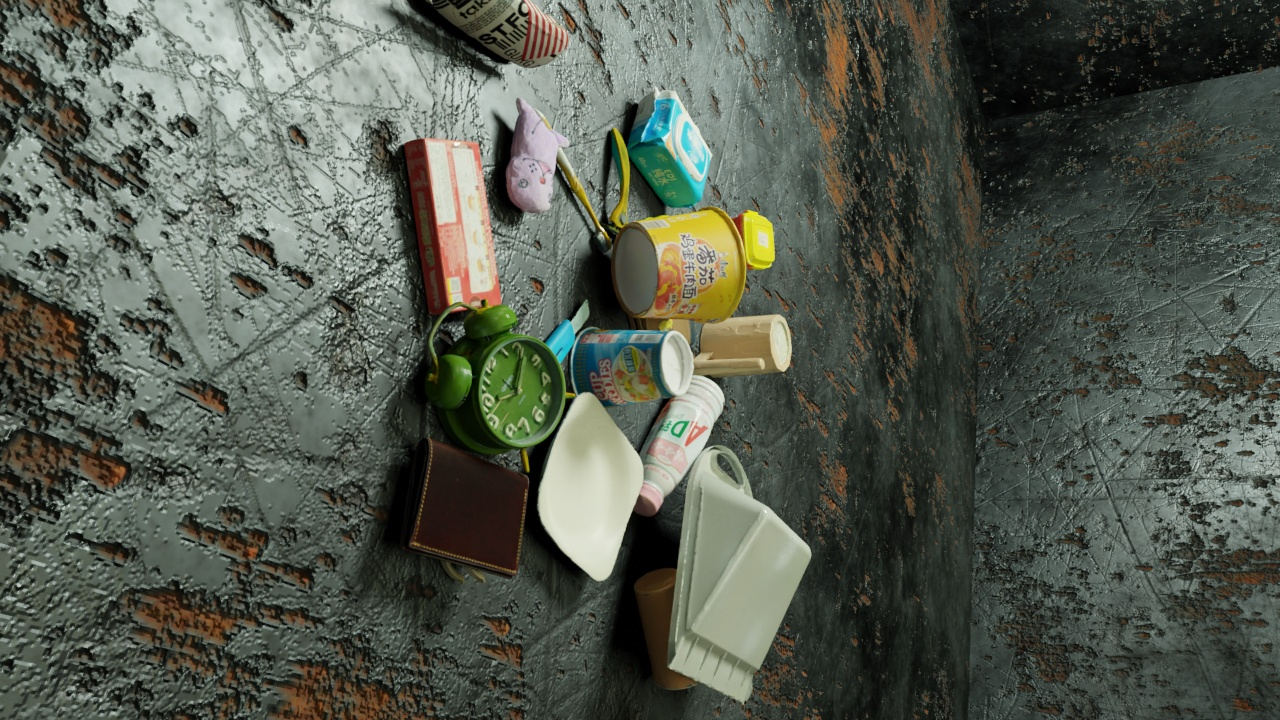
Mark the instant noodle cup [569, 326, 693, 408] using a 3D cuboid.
[{"bbox_3d":[-0.006,0.006,1.003,0.099,0.110,0.099,13,75,-58],"label":"instant noodle cup"}]

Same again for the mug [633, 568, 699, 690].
[{"bbox_3d":[0.037,0.311,1.079,0.078,0.078,0.123,-32,109,-56],"label":"mug"}]

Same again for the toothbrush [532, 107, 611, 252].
[{"bbox_3d":[-0.075,-0.192,1.004,0.018,0.016,0.191,-59,136,-33],"label":"toothbrush"}]

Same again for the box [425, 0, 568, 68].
[{"bbox_3d":[-0.142,-0.339,0.868,0.162,0.076,0.087,9,53,-59],"label":"box"}]

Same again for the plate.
[{"bbox_3d":[-0.060,0.134,0.969,0.164,0.034,0.163,57,41,-39],"label":"plate"}]

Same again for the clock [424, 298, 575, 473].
[{"bbox_3d":[-0.132,0.017,0.823,0.161,0.056,0.115,51,54,-33],"label":"clock"}]

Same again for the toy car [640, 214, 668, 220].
[{"bbox_3d":[0.020,-0.155,1.145,0.105,0.032,0.048,-29,110,-59],"label":"toy car"}]

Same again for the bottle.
[{"bbox_3d":[0.041,0.104,1.116,0.196,0.068,0.068,-59,135,-41],"label":"bottle"}]

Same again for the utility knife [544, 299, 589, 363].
[{"bbox_3d":[-0.093,-0.005,0.948,0.190,0.018,0.034,-59,134,-45],"label":"utility knife"}]

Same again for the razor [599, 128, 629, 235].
[{"bbox_3d":[-0.027,-0.212,1.080,0.043,0.028,0.132,16,71,-54],"label":"razor"}]

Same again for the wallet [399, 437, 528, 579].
[{"bbox_3d":[-0.146,0.128,0.787,0.122,0.020,0.096,30,56,-44],"label":"wallet"}]

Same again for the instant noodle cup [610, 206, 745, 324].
[{"bbox_3d":[0.038,-0.106,1.055,0.109,0.138,0.138,-8,93,-29],"label":"instant noodle cup"}]

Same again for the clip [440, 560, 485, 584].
[{"bbox_3d":[-0.164,0.156,0.793,0.104,0.035,0.082,54,42,-35],"label":"clip"}]

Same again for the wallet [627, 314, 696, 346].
[{"bbox_3d":[0.028,-0.046,1.146,0.115,0.033,0.090,-29,113,-53],"label":"wallet"}]

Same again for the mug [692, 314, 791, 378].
[{"bbox_3d":[0.138,-0.013,1.255,0.124,0.104,0.084,-40,121,-54],"label":"mug"}]

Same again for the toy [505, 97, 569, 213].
[{"bbox_3d":[-0.107,-0.197,0.926,0.083,0.039,0.108,29,61,-50],"label":"toy"}]

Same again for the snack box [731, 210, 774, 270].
[{"bbox_3d":[0.137,-0.167,1.296,0.091,0.080,0.082,-3,90,-59],"label":"snack box"}]

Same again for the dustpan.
[{"bbox_3d":[0.096,0.244,1.109,0.257,0.143,0.222,-57,140,-11],"label":"dustpan"}]

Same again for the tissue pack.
[{"bbox_3d":[0.039,-0.265,1.158,0.140,0.063,0.089,48,47,-46],"label":"tissue pack"}]

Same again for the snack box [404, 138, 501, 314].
[{"bbox_3d":[-0.168,-0.121,0.827,0.075,0.025,0.153,-18,102,-60],"label":"snack box"}]
